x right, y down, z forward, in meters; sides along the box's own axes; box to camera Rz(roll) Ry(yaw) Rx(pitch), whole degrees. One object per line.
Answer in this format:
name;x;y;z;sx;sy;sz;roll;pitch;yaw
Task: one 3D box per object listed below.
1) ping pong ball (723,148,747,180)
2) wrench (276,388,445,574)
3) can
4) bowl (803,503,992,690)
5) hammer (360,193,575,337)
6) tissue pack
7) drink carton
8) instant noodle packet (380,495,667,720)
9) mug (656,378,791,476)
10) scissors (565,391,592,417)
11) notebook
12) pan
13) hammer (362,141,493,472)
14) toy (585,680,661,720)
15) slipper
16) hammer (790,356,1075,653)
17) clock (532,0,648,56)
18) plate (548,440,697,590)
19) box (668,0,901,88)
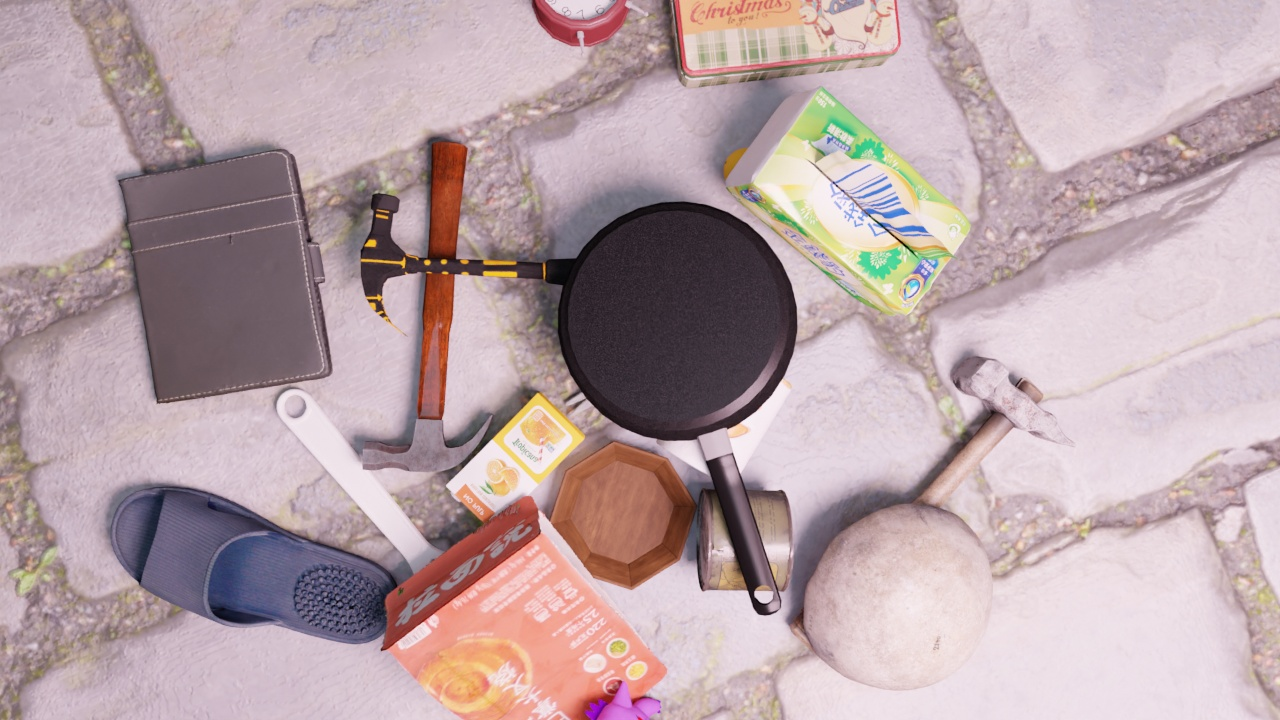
ping pong ball;0.096;-0.174;0.842;0.040;0.040;0.040;0;89;-2
wrench;-0.238;0.134;0.838;0.066;0.018;0.273;-40;90;-2
can;0.091;0.159;0.814;0.074;0.090;0.090;2;89;-3
bowl;0.238;0.219;0.796;0.178;0.081;0.178;-4;106;-14
hammer;-0.086;-0.077;0.821;0.320;0.036;0.123;3;87;-8
tissue pack;0.189;-0.131;0.775;0.197;0.141;0.120;30;90;-16
drink carton;-0.114;0.093;0.831;0.058;0.040;0.122;45;88;-1
instant noodle packet;-0.094;0.255;0.804;0.164;0.084;0.221;-37;111;-1
mug;0.074;0.048;0.818;0.082;0.082;0.105;30;89;-2
scissors;0.002;0.008;0.848;0.144;0.019;0.126;10;90;0
notebook;-0.372;-0.076;0.830;0.169;0.029;0.209;-9;93;0
pan;0.051;0.036;0.759;0.204;0.044;0.355;-18;81;6
hammer;-0.183;-0.049;0.833;0.111;0.028;0.300;4;87;-9
toy;-0.014;0.341;0.818;0.105;0.056;0.088;-51;123;-42
slipper;-0.346;0.190;0.802;0.263;0.082;0.101;19;91;-2
hammer;0.257;0.142;0.845;0.121;0.049;0.318;42;90;-7
clock;-0.061;-0.348;0.834;0.096;0.048;0.137;-33;92;-2
plate;-0.016;0.141;0.841;0.131;0.025;0.131;0;90;-2
box;0.131;-0.320;0.842;0.205;0.050;0.117;-6;89;-1
